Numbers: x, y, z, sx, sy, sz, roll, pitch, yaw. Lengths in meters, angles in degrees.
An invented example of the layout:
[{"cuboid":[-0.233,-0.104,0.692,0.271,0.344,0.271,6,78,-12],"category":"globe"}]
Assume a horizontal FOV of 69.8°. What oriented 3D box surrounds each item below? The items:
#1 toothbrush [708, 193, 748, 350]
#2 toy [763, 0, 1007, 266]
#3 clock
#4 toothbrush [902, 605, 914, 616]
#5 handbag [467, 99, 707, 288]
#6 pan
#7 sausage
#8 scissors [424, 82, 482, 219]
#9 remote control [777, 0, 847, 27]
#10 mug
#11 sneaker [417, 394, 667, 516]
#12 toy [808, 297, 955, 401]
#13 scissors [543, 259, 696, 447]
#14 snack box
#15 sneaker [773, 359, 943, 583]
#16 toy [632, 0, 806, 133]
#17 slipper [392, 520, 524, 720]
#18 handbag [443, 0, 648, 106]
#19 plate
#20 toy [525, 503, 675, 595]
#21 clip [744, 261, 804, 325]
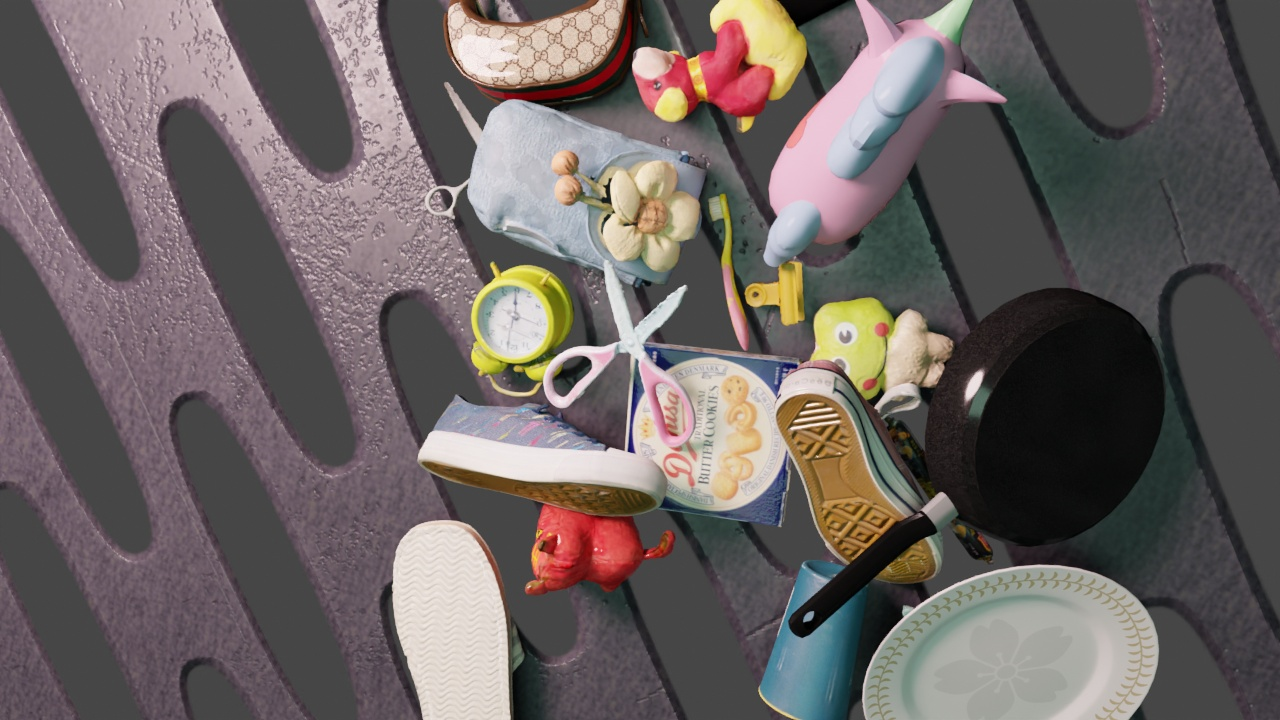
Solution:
[{"cuboid":[0.076,-0.074,0.785,0.016,0.021,0.135,-9,93,15],"category":"toothbrush"},{"cuboid":[0.160,-0.159,0.679,0.120,0.171,0.222,37,103,3],"category":"toy"},{"cuboid":[-0.105,-0.026,0.807,0.083,0.057,0.119,8,106,8],"category":"clock"},{"cuboid":[0.284,0.256,0.801,0.135,0.017,0.022,36,102,1],"category":"toothbrush"},{"cuboid":[-0.045,-0.137,0.746,0.192,0.118,0.122,21,101,-5],"category":"handbag"},{"cuboid":[0.257,0.096,0.696,0.355,0.044,0.204,-40,114,-5],"category":"pan"},{"cuboid":[0.253,0.111,0.781,0.020,0.020,0.155,-34,91,13],"category":"sausage"},{"cuboid":[-0.124,-0.168,0.809,0.142,0.014,0.175,-44,93,7],"category":"scissors"},{"cuboid":[0.146,-0.303,0.738,0.152,0.020,0.041,-24,94,16],"category":"remote control"},{"cuboid":[0.154,0.240,0.793,0.078,0.078,0.121,13,95,8],"category":"mug"},{"cuboid":[-0.080,0.078,0.797,0.236,0.087,0.079,6,65,25],"category":"sneaker"},{"cuboid":[0.199,-0.004,0.762,0.118,0.043,0.092,9,99,7],"category":"toy"},{"cuboid":[-0.020,0.000,0.752,0.169,0.014,0.170,-7,116,25],"category":"scissors"},{"cuboid":[0.060,0.062,0.796,0.145,0.042,0.144,6,100,9],"category":"snack box"},{"cuboid":[0.181,0.085,0.752,0.118,0.087,0.241,-15,123,29],"category":"sneaker"},{"cuboid":[0.067,-0.234,0.743,0.137,0.067,0.105,-19,114,11],"category":"toy"},{"cuboid":[-0.169,0.284,0.865,0.114,0.054,0.272,-9,92,8],"category":"slipper"},{"cuboid":[-0.078,-0.288,0.763,0.166,0.063,0.138,-4,88,10],"category":"handbag"},{"cuboid":[0.304,0.262,0.762,0.242,0.016,0.243,-1,117,-2],"category":"plate"},{"cuboid":[-0.036,0.173,0.805,0.133,0.094,0.088,1,98,8],"category":"toy"},{"cuboid":[0.115,-0.056,0.777,0.048,0.045,0.054,-7,99,-14],"category":"clip"}]
